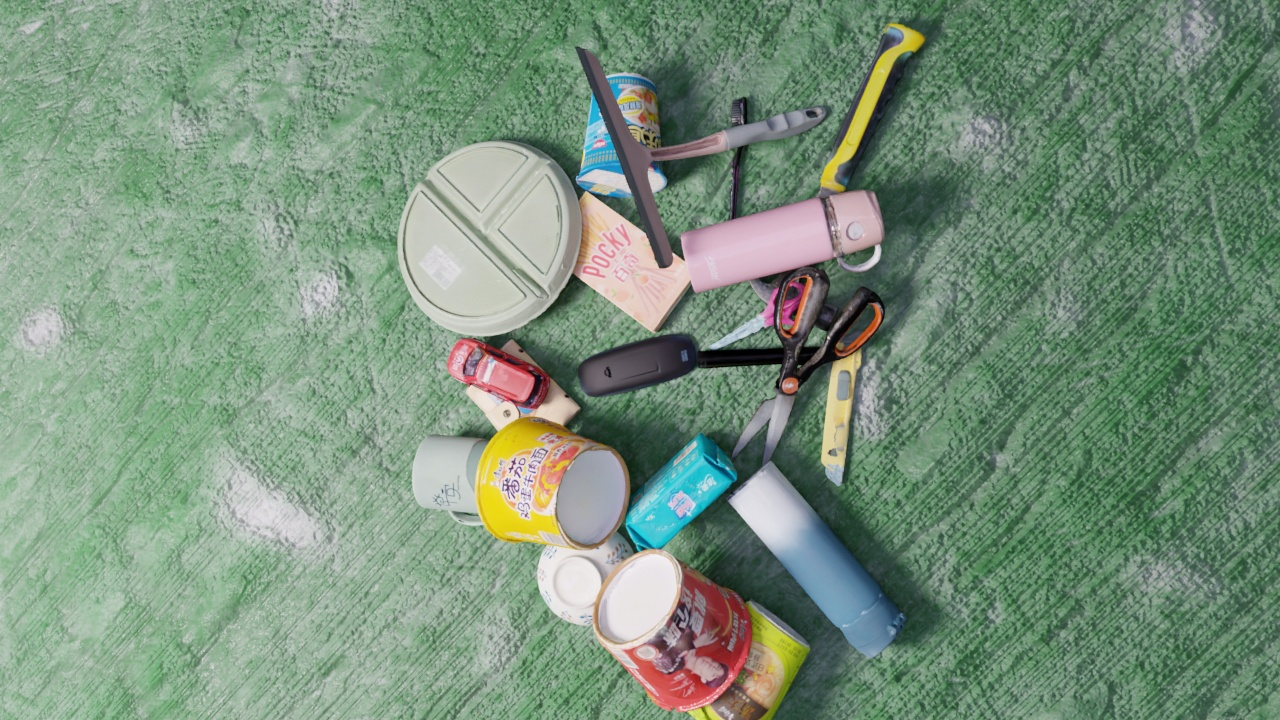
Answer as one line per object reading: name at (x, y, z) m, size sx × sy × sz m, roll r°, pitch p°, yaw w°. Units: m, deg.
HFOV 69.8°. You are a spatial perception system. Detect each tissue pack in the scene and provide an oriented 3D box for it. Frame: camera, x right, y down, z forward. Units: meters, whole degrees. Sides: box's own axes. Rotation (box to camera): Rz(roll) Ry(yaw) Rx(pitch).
tissue pack at (0.039, 0.141, 0.967) m, size 0.133 × 0.093 × 0.050 m, roll -43°, pitch 96°, yaw 8°

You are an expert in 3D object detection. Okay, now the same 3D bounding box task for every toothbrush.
toothbrush at (0.101, -0.194, 1.004) m, size 0.018 × 0.014 × 0.189 m, roll 5°, pitch 90°, yaw 21°

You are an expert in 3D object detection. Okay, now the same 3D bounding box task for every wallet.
wallet at (-0.136, 0.046, 1.043) m, size 0.115 × 0.024 × 0.087 m, roll 44°, pitch 93°, yaw 9°

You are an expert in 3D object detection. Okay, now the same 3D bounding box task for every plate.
plate at (-0.176, -0.142, 1.034) m, size 0.230 × 0.027 × 0.230 m, roll -3°, pitch 80°, yaw 18°

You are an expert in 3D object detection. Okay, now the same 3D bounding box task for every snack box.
snack box at (-0.022, -0.109, 1.020) m, size 0.157 × 0.026 × 0.084 m, roll 37°, pitch 96°, yaw 10°

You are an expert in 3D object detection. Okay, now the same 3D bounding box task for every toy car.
toy car at (-0.160, 0.013, 1.016) m, size 0.120 × 0.045 × 0.053 m, roll 22°, pitch 90°, yaw 15°

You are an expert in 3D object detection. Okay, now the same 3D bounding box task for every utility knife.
utility knife at (0.214, 0.050, 0.977) m, size 0.031 × 0.018 × 0.166 m, roll 7°, pitch 95°, yaw 17°

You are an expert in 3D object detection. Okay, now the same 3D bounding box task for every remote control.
remote control at (-0.006, 0.006, 1.015) m, size 0.136 × 0.024 × 0.053 m, roll -15°, pitch 87°, yaw 11°

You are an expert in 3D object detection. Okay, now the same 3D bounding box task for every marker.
marker at (0.127, -0.002, 0.990) m, size 0.132 × 0.020 × 0.022 m, roll -2°, pitch 51°, yaw 11°

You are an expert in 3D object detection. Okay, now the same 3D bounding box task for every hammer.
hammer at (0.208, -0.202, 0.972) m, size 0.126 × 0.032 × 0.323 m, roll 25°, pitch 94°, yaw 10°

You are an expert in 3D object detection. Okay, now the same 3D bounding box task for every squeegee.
squeegee at (0.083, -0.231, 0.960) m, size 0.249 × 0.040 × 0.247 m, roll -17°, pitch 79°, yaw -18°

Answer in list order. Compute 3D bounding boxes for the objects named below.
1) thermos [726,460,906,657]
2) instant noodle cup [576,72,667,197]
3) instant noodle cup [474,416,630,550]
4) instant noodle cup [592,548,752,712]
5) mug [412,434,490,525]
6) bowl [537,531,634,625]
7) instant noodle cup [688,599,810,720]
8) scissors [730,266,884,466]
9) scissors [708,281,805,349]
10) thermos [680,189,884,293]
thermos at (0.182, 0.207, 0.952) m, size 0.070 × 0.070 × 0.220 m, roll -41°, pitch 82°, yaw 8°
instant noodle cup at (-0.018, -0.245, 0.993) m, size 0.099 × 0.099 × 0.110 m, roll 0°, pitch 80°, yaw 11°
instant noodle cup at (-0.085, 0.132, 0.954) m, size 0.110 × 0.137 × 0.138 m, roll 6°, pitch 90°, yaw 42°
instant noodle cup at (0.027, 0.262, 0.913) m, size 0.138 × 0.137 × 0.108 m, roll -38°, pitch 122°, yaw 8°
mug at (-0.186, 0.140, 1.025) m, size 0.106 × 0.082 × 0.112 m, roll 4°, pitch 121°, yaw 13°
bowl at (-0.062, 0.238, 1.003) m, size 0.113 × 0.062 × 0.113 m, roll 0°, pitch 90°, yaw 11°
instant noodle cup at (0.109, 0.319, 0.948) m, size 0.112 × 0.111 × 0.123 m, roll 35°, pitch 88°, yaw 10°
scissors at (0.174, 0.012, 0.955) m, size 0.190 × 0.021 × 0.229 m, roll -9°, pitch 114°, yaw -7°
scissors at (0.126, -0.040, 0.973) m, size 0.134 × 0.017 × 0.056 m, roll -28°, pitch 116°, yaw 32°
thermos at (0.147, -0.115, 0.938) m, size 0.199 × 0.067 × 0.087 m, roll -13°, pitch 118°, yaw 9°
